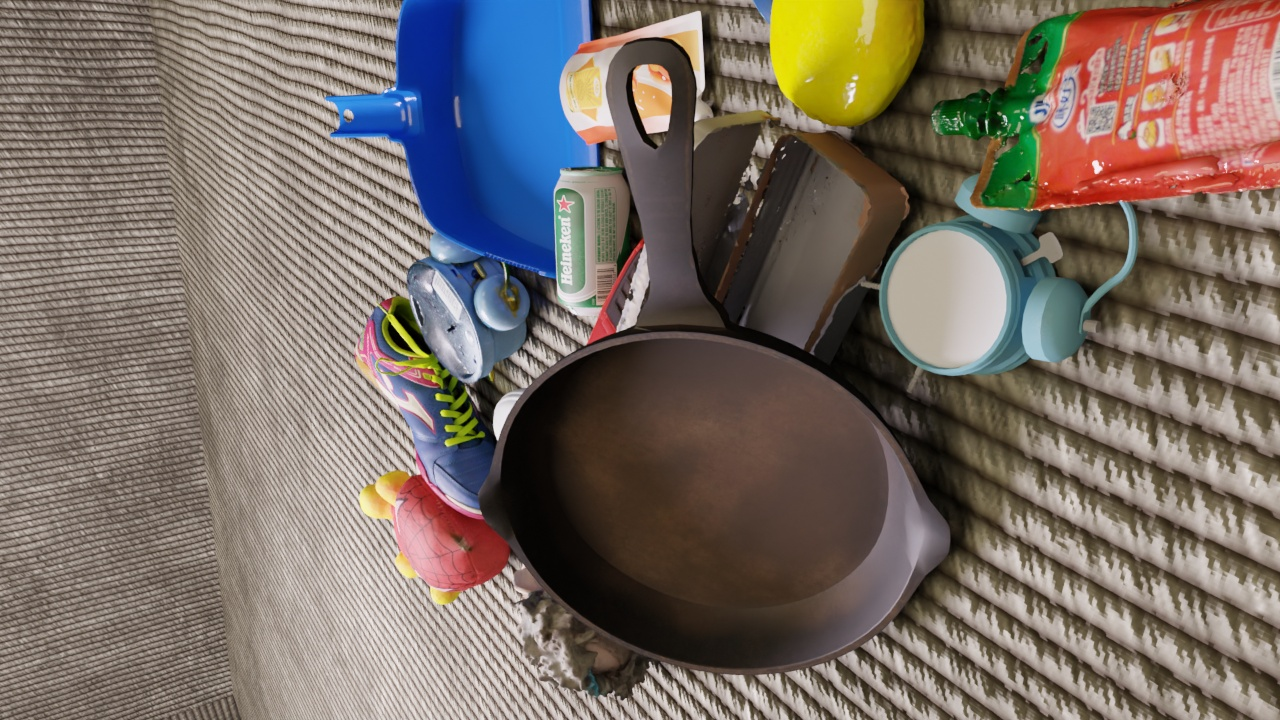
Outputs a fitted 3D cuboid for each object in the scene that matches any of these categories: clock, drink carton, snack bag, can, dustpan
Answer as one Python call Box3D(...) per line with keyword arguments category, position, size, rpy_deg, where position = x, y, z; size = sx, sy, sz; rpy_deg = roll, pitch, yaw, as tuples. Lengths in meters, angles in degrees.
Box3D(category="clock", position=(0.156, -0.036, 0.399), size=(0.123, 0.041, 0.087), rpy_deg=(-35, 70, 48))
Box3D(category="drink carton", position=(0.000, -0.179, 0.595), size=(0.122, 0.038, 0.069), rpy_deg=(7, 104, 49))
Box3D(category="snack bag", position=(0.175, -0.098, 0.339), size=(0.155, 0.044, 0.087), rpy_deg=(8, 79, 53))
Box3D(category="clock", position=(-0.149, -0.051, 0.798), size=(0.118, 0.059, 0.162), rpy_deg=(52, 147, 13))
Box3D(category="can", position=(-0.034, -0.084, 0.648), size=(0.053, 0.053, 0.101), rpy_deg=(22, 117, 52))
Box3D(category="dustpan", position=(-0.149, -0.193, 0.714), size=(0.258, 0.059, 0.246), rpy_deg=(11, 111, 38))

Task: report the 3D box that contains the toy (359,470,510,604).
Box3D(category="toy", position=(-0.208, 0.171, 0.936), size=(0.147, 0.098, 0.217), rpy_deg=(56, 151, -14))

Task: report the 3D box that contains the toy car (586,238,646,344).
Box3D(category="toy car", position=(-0.004, 0.004, 0.632), size=(0.081, 0.056, 0.190), rpy_deg=(59, 145, 30))

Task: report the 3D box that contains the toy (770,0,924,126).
Box3D(category="toy", position=(0.097, -0.161, 0.444), size=(0.094, 0.041, 0.095), rpy_deg=(-40, 66, 56))

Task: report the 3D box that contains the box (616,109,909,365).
Box3D(category="box", position=(0.056, -0.017, 0.498), size=(0.108, 0.094, 0.217), rpy_deg=(32, 128, 17))

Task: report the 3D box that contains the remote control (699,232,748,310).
Box3D(category="remote control", position=(0.070, -0.046, 0.543), size=(0.125, 0.010, 0.039), rpy_deg=(39, 130, 44))

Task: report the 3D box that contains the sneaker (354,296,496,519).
Box3D(category="sneaker", position=(-0.192, 0.040, 0.871), size=(0.241, 0.116, 0.091), rpy_deg=(51, 125, 19))

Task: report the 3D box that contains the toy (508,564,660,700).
Box3D(category="toy", position=(-0.059, 0.193, 0.725), size=(0.076, 0.132, 0.175), rpy_deg=(-38, 35, 8))

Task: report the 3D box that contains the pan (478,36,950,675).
Box3D(category="pan", position=(0.028, 0.019, 0.464), size=(0.249, 0.043, 0.357), rpy_deg=(1, 121, 16))

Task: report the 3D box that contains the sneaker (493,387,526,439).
Box3D(category="sneaker", position=(-0.069, 0.096, 0.730), size=(0.235, 0.079, 0.088), rpy_deg=(40, 131, 43))

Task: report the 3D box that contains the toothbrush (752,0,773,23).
Box3D(category="toothbrush", position=(0.051, -0.238, 0.514), size=(0.132, 0.016, 0.021), rpy_deg=(64, 144, 17))
